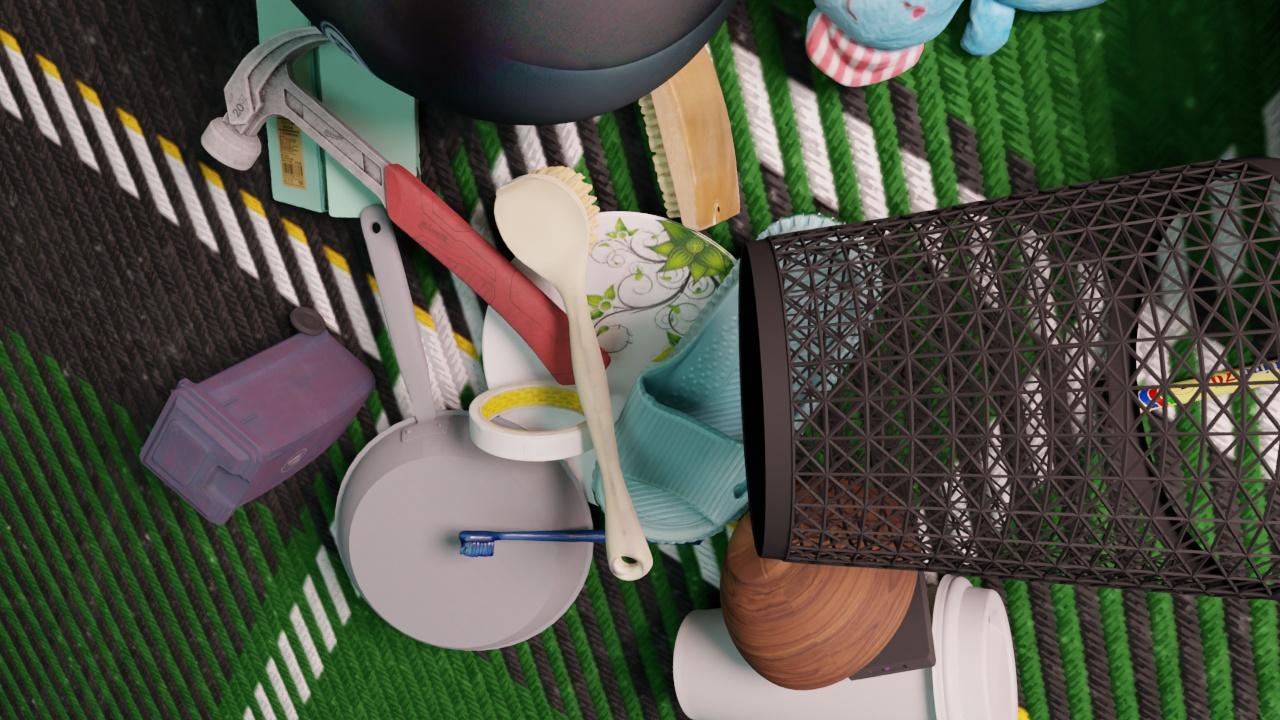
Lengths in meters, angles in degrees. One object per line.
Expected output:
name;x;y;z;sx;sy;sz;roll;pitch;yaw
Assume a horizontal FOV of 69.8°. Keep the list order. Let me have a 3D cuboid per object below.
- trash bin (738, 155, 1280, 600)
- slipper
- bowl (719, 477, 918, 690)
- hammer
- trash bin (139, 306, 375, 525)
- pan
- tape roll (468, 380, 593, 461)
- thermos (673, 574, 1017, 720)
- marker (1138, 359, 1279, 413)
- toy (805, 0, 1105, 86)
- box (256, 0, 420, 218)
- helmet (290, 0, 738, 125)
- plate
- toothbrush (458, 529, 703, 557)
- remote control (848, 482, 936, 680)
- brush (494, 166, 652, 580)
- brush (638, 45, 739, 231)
trash bin;0.178;0.014;0.467;0.243;0.216;0.217;-3;110;3
slipper;0.056;0.028;0.597;0.116;0.069;0.277;33;116;1
bowl;0.100;0.132;0.603;0.148;0.147;0.069;-38;120;27
hammer;-0.143;-0.096;0.627;0.315;0.036;0.126;41;108;-4
trash bin;-0.289;0.040;0.701;0.092;0.160;0.094;41;117;0
pan;-0.154;0.063;0.680;0.201;0.050;0.357;-12;104;6
tape roll;-0.070;0.040;0.627;0.094;0.093;0.019;8;112;16
thermos;0.141;0.220;0.652;0.222;0.131;0.131;-8;107;29
marker;0.368;0.009;0.547;0.133;0.014;0.014;-17;104;24
toy;0.172;-0.223;0.480;0.180;0.114;0.184;11;124;2
box;-0.221;-0.197;0.654;0.138;0.057;0.187;6;111;10
helmet;-0.039;-0.275;0.461;0.236;0.249;0.316;20;90;-1
plate;-0.004;0.004;0.663;0.230;0.030;0.230;7;112;16
toothbrush;-0.039;0.132;0.667;0.189;0.016;0.017;4;93;-26
remote control;0.158;0.143;0.607;0.058;0.133;0.013;-20;128;26
brush;-0.035;0.003;0.580;0.062;0.077;0.272;-20;80;35
brush;0.029;-0.144;0.586;0.039;0.049;0.117;3;114;42
